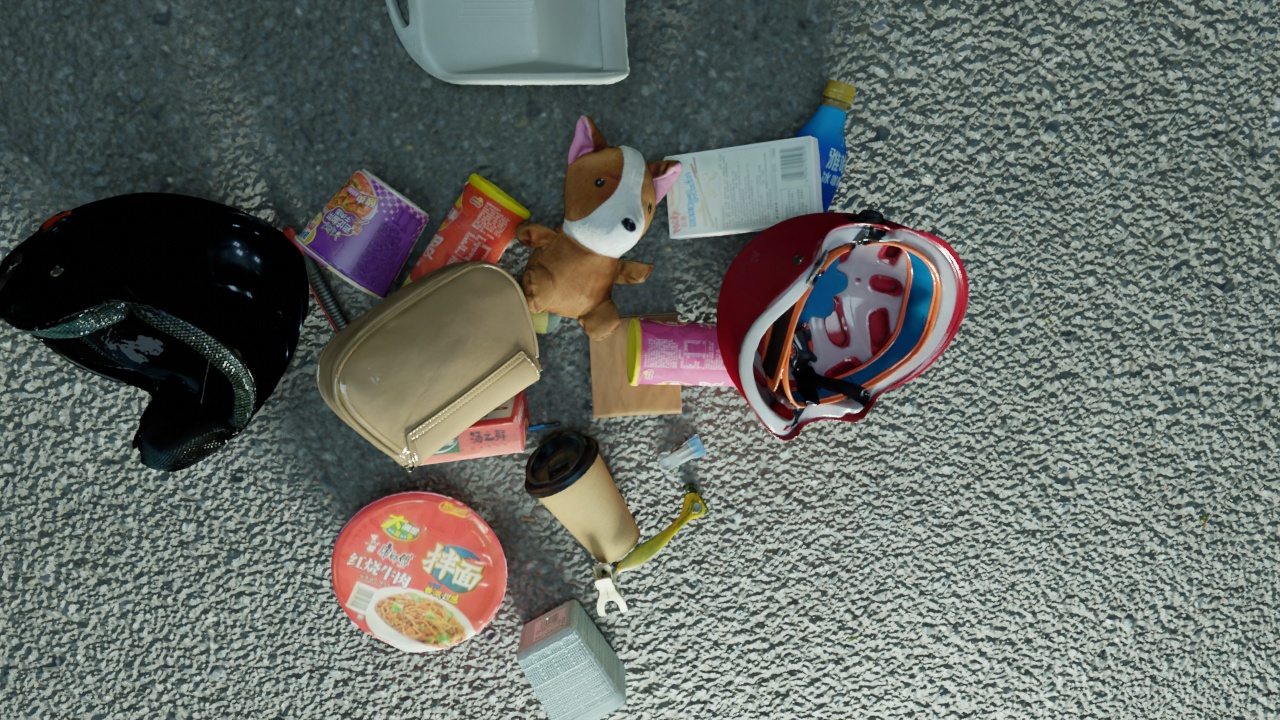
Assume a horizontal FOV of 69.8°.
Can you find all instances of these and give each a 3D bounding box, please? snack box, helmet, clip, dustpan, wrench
[{"bbox_3d":[-0.179,0.071,0.964,0.113,0.127,0.044,-7,105,0],"label":"snack box"},{"bbox_3d":[-0.456,-0.046,0.872,0.275,0.229,0.234,15,142,22],"label":"helmet"},{"bbox_3d":[0.046,0.107,1.042,0.058,0.038,0.026,-29,106,4],"label":"clip"},{"bbox_3d":[-0.135,-0.355,0.820,0.142,0.258,0.223,-10,107,-25],"label":"dustpan"},{"bbox_3d":[-0.035,0.265,1.033,0.035,0.103,0.092,-9,85,-2],"label":"clip"},{"bbox_3d":[0.102,-0.172,0.924,0.157,0.026,0.084,-3,94,24],"label":"snack box"},{"bbox_3d":[-0.309,-0.018,0.979,0.016,0.056,0.273,-34,102,-31],"label":"wrench"},{"bbox_3d":[0.175,-0.053,0.878,0.239,0.144,0.207,-16,125,-21],"label":"helmet"}]

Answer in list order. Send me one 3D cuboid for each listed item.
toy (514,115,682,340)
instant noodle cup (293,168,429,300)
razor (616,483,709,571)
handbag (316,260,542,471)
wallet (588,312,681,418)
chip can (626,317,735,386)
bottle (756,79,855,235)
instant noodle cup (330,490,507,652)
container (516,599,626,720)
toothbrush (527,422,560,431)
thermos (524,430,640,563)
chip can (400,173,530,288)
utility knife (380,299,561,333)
[{"bbox_3d":[-0.045,-0.129,0.917,0.140,0.130,0.200,22,100,-31],"label":"toy"},{"bbox_3d":[-0.273,-0.130,0.920,0.111,0.111,0.099,34,92,-11],"label":"instant noodle cup"},{"bbox_3d":[0.025,0.193,1.026,0.132,0.028,0.043,-36,110,-29],"label":"razor"},{"bbox_3d":[-0.197,-0.001,0.872,0.204,0.100,0.148,-37,113,-23],"label":"handbag"},{"bbox_3d":[-0.006,0.006,1.012,0.101,0.020,0.115,-4,103,-3],"label":"wallet"},{"bbox_3d":[0.093,-0.005,0.976,0.210,0.071,0.071,2,105,-9],"label":"chip can"},{"bbox_3d":[0.168,-0.177,0.945,0.065,0.065,0.219,17,104,-7],"label":"bottle"},{"bbox_3d":[-0.245,0.227,1.036,0.194,0.065,0.194,-1,104,-3],"label":"instant noodle cup"},{"bbox_3d":[-0.083,0.352,1.066,0.090,0.090,0.111,-29,102,4],"label":"container"},{"bbox_3d":[-0.183,0.084,1.027,0.189,0.014,0.016,-10,82,-1],"label":"toothbrush"},{"bbox_3d":[-0.061,0.153,1.017,0.093,0.093,0.143,-31,113,5],"label":"thermos"},{"bbox_3d":[-0.199,-0.082,0.942,0.073,0.073,0.217,33,96,-11],"label":"chip can"},{"bbox_3d":[-0.183,-0.050,0.987,0.196,0.020,0.031,5,101,-5],"label":"utility knife"}]
